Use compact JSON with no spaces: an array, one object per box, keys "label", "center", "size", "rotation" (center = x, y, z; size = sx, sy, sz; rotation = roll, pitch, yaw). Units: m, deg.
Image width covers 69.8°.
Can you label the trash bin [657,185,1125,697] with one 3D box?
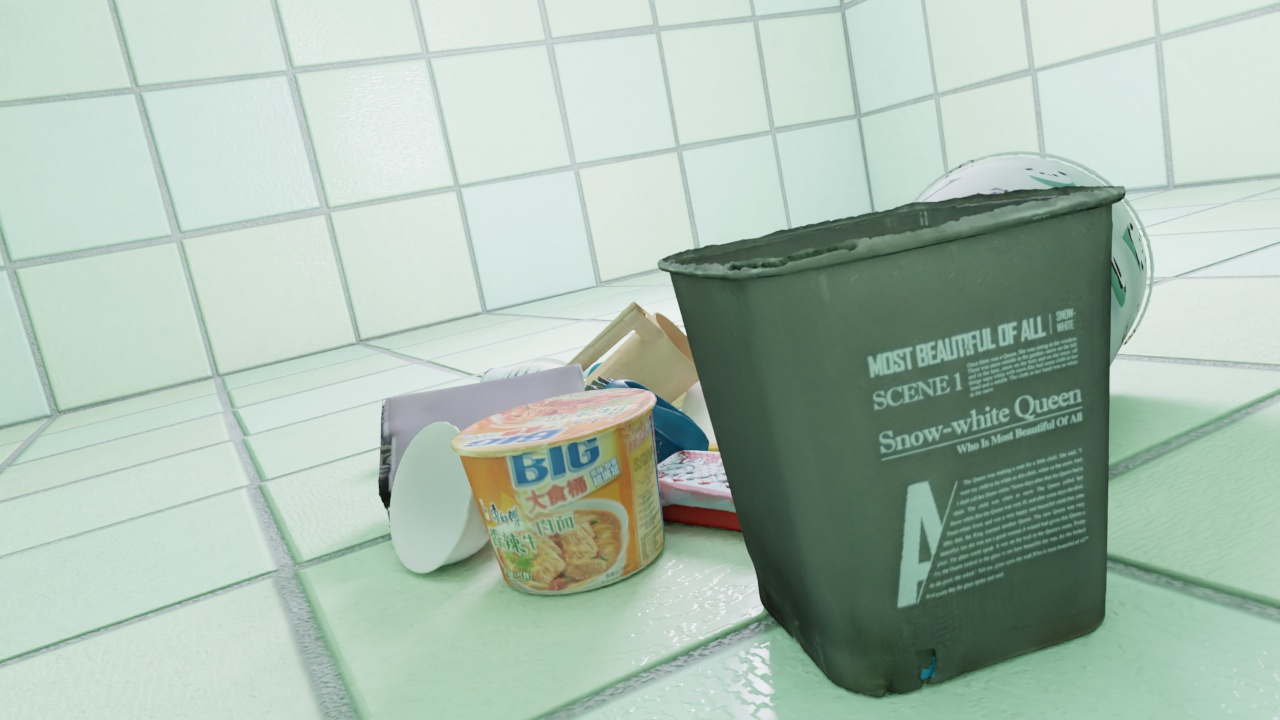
[{"label":"trash bin","center":[0.135,0.031,0.490],"size":[0.199,0.220,0.199],"rotation":[-13,9,-10]}]

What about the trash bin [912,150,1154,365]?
[{"label":"trash bin","center":[0.282,-0.038,0.750],"size":[0.230,0.230,0.251],"rotation":[-5,17,33]}]

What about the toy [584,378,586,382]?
[{"label":"toy","center":[-0.076,0.050,1.058],"size":[0.031,0.096,0.100],"rotation":[-39,-5,-37]}]

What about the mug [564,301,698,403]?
[{"label":"mug","center":[-0.006,0.006,0.947],"size":[0.104,0.124,0.084],"rotation":[-42,44,14]}]

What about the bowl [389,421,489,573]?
[{"label":"bowl","center":[-0.144,0.113,0.738],"size":[0.064,0.118,0.118],"rotation":[18,-13,-42]}]

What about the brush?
[{"label":"brush","center":[0.014,0.060,0.798],"size":[0.074,0.055,0.144],"rotation":[7,-20,41]}]

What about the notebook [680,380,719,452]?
[{"label":"notebook","center":[0.137,0.038,0.909],"size":[0.207,0.010,0.145],"rotation":[-7,35,25]}]

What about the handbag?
[{"label":"handbag","center":[-0.135,0.085,0.852],"size":[0.197,0.098,0.144],"rotation":[-11,26,-5]}]

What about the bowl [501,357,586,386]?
[{"label":"bowl","center":[-0.099,0.039,0.989],"size":[0.116,0.066,0.117],"rotation":[13,-27,7]}]

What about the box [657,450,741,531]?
[{"label":"box","center":[0.079,0.097,0.688],"size":[0.202,0.047,0.086],"rotation":[-1,15,45]}]

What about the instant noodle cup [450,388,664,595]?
[{"label":"instant noodle cup","center":[-0.051,0.093,0.665],"size":[0.151,0.111,0.151],"rotation":[-11,10,2]}]

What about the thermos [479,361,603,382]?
[{"label":"thermos","center":[-0.109,0.038,1.193],"size":[0.225,0.073,0.073],"rotation":[-4,12,35]}]

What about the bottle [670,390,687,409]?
[{"label":"bottle","center":[0.084,0.014,1.059],"size":[0.149,0.067,0.066],"rotation":[-35,10,3]}]
